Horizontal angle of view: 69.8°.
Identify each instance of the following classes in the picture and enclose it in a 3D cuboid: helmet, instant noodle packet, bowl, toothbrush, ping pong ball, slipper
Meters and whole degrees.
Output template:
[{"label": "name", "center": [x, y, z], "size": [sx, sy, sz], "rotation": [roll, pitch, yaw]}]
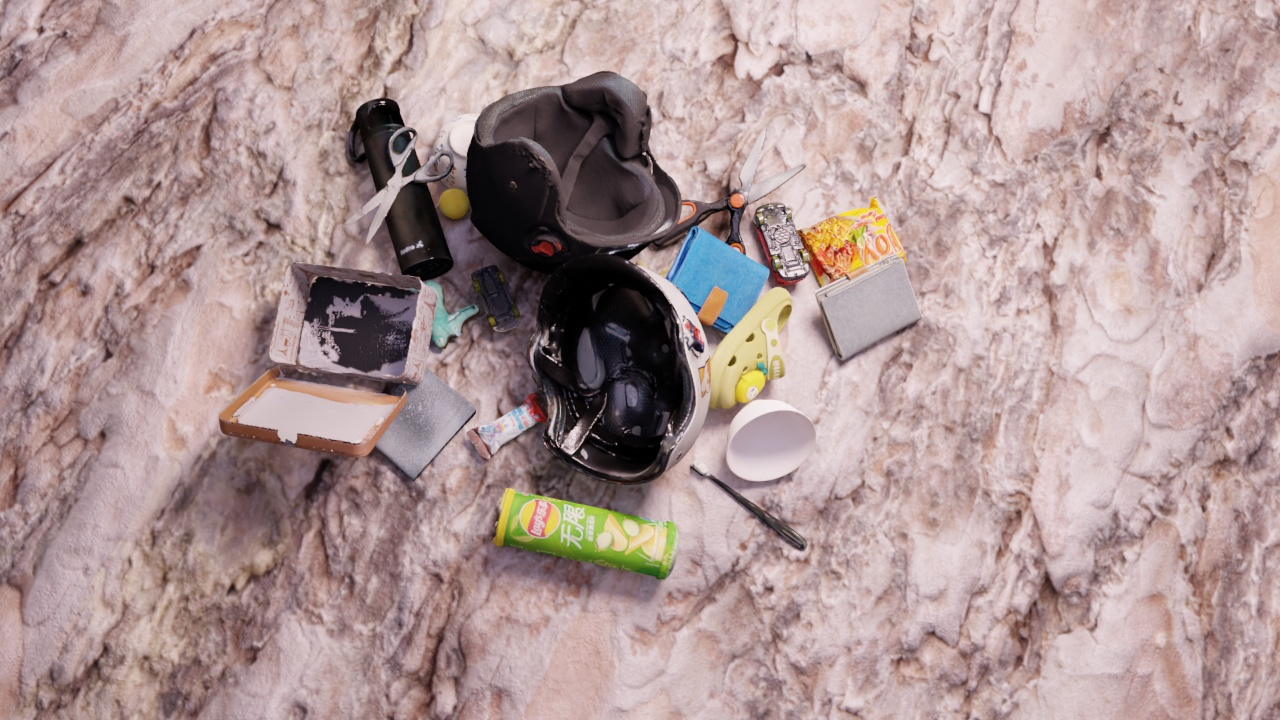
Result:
[{"label": "helmet", "center": [-0.089, -0.214, 1.144], "size": [0.274, 0.231, 0.232], "rotation": [39, 51, 2]}, {"label": "instant noodle packet", "center": [0.292, -0.155, 1.253], "size": [0.128, 0.044, 0.110], "rotation": [-23, 83, -10]}, {"label": "bowl", "center": [0.155, 0.089, 1.162], "size": [0.118, 0.118, 0.064], "rotation": [-11, 39, -7]}, {"label": "helmet", "center": [-0.007, 0.007, 1.113], "size": [0.231, 0.156, 0.274], "rotation": [-4, 94, 33]}, {"label": "toothbrush", "center": [0.139, 0.183, 1.169], "size": [0.181, 0.018, 0.015], "rotation": [37, 73, 3]}, {"label": "ping pong ball", "center": [-0.248, -0.209, 1.224], "size": [0.040, 0.040, 0.040], "rotation": [1, 76, -4]}, {"label": "slipper", "center": [0.152, -0.010, 1.175], "size": [0.081, 0.092, 0.190], "rotation": [30, 69, 24]}, {"label": "bowl", "center": [-0.226, -0.285, 1.235], "size": [0.113, 0.062, 0.113], "rotation": [1, 76, -3]}]

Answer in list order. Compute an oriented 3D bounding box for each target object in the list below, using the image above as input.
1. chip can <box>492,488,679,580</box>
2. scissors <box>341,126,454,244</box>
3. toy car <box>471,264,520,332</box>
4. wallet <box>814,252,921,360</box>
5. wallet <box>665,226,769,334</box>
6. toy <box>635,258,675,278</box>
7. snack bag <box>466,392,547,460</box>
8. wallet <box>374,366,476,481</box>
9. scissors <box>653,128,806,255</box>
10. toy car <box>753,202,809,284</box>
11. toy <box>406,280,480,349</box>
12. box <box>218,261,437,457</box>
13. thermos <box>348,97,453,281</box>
[{"label": "chip can", "center": [-0.063, 0.212, 1.116], "size": [0.221, 0.073, 0.072], "rotation": [12, 75, -2]}, {"label": "scissors", "center": [-0.312, -0.227, 1.168], "size": [0.162, 0.014, 0.166], "rotation": [-13, 77, -19]}, {"label": "toy car", "center": [-0.188, -0.079, 1.198], "size": [0.042, 0.035, 0.090], "rotation": [-23, 79, -9]}, {"label": "wallet", "center": [0.303, -0.075, 1.226], "size": [0.129, 0.037, 0.106], "rotation": [-27, 106, -10]}, {"label": "wallet", "center": [0.097, -0.098, 1.184], "size": [0.133, 0.040, 0.106], "rotation": [26, 91, -31]}, {"label": "toy", "center": [0.036, -0.096, 1.205], "size": [0.157, 0.066, 0.105], "rotation": [-39, 94, -5]}, {"label": "snack bag", "center": [-0.165, 0.082, 1.164], "size": [0.105, 0.026, 0.045], "rotation": [-32, 91, -10]}, {"label": "wallet", "center": [-0.282, 0.077, 1.162], "size": [0.097, 0.019, 0.120], "rotation": [39, 75, 4]}, {"label": "scissors", "center": [0.118, -0.192, 1.228], "size": [0.221, 0.021, 0.225], "rotation": [-8, 92, 10]}, {"label": "toy car", "center": [0.189, -0.157, 1.244], "size": [0.053, 0.045, 0.120], "rotation": [-12, 71, -10]}, {"label": "toy", "center": [-0.261, -0.062, 1.192], "size": [0.096, 0.030, 0.092], "rotation": [-29, 84, -11]}, {"label": "box", "center": [-0.363, 0.003, 1.103], "size": [0.179, 0.130, 0.271], "rotation": [8, 55, 5]}, {"label": "thermos", "center": [-0.323, -0.222, 1.216], "size": [0.090, 0.068, 0.242], "rotation": [-27, 75, 22]}]
